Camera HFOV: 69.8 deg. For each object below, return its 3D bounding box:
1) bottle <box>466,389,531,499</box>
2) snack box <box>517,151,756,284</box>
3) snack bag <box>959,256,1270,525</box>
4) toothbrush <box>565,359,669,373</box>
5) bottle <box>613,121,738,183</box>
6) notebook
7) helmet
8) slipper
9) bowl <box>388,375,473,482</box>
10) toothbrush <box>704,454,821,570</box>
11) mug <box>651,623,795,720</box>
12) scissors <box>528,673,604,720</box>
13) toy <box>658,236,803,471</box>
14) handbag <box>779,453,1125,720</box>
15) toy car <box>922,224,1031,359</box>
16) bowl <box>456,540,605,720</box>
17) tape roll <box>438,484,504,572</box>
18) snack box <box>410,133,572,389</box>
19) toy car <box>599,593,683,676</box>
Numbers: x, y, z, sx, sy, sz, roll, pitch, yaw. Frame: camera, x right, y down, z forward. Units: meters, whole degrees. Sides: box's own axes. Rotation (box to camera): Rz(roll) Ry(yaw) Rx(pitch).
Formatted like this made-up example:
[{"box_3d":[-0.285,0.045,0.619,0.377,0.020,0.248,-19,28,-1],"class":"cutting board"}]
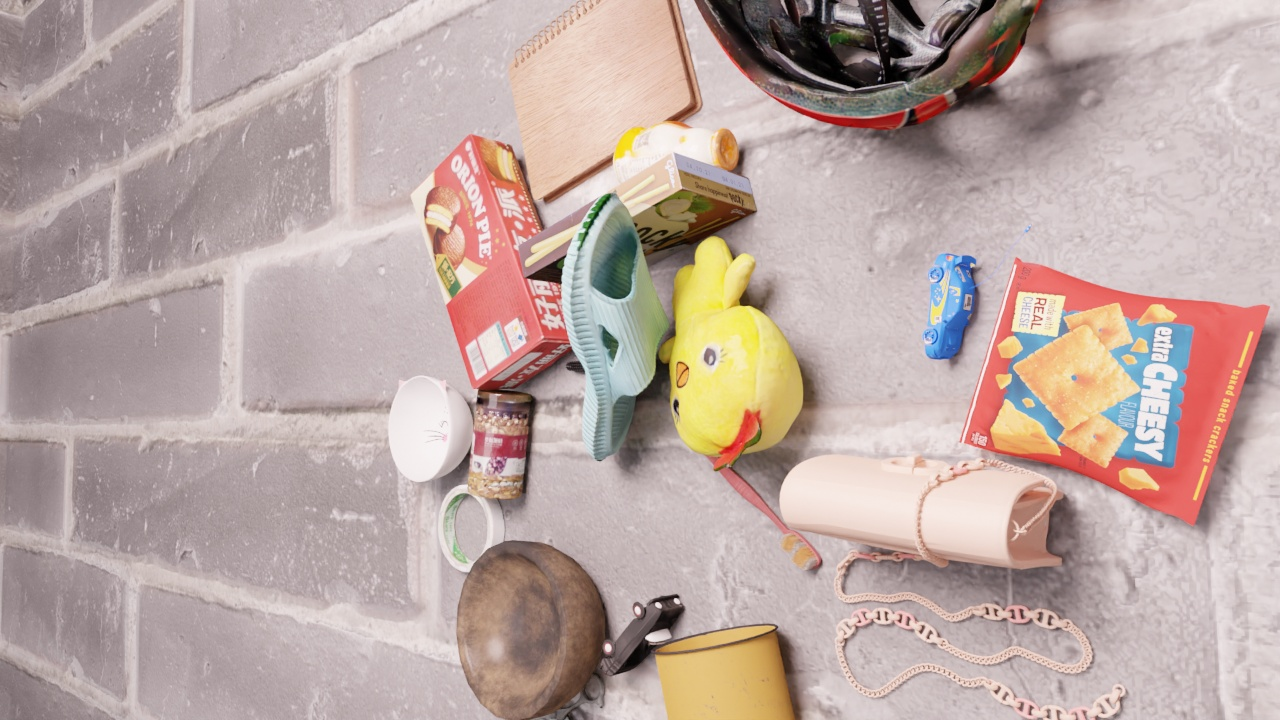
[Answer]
[{"box_3d":[-0.143,0.084,0.933,0.056,0.056,0.105,9,94,41],"class":"bottle"},{"box_3d":[-0.006,-0.114,0.793,0.186,0.100,0.031,-23,72,38],"class":"snack box"},{"box_3d":[0.286,0.014,0.569,0.144,0.039,0.131,21,101,39],"class":"snack bag"},{"box_3d":[-0.005,0.005,0.846,0.168,0.013,0.013,-1,87,39],"class":"toothbrush"},{"box_3d":[0.031,-0.175,0.792,0.109,0.063,0.063,1,88,39],"class":"bottle"},{"box_3d":[-0.043,-0.272,0.889,0.211,0.022,0.169,-23,74,38],"class":"notebook"},{"box_3d":[0.156,-0.271,0.615,0.218,0.166,0.272,-50,58,27],"class":"helmet"},{"box_3d":[-0.012,-0.016,0.745,0.069,0.115,0.277,10,137,10],"class":"slipper"},{"box_3d":[-0.223,0.075,1.007,0.115,0.050,0.114,-3,86,41],"class":"bowl"},{"box_3d":[0.082,0.104,0.761,0.184,0.015,0.015,47,123,35],"class":"toothbrush"},{"box_3d":[0.065,0.264,0.720,0.124,0.100,0.094,121,139,-76],"class":"mug"},{"box_3d":[-0.074,0.353,0.885,0.160,0.014,0.120,-41,62,29],"class":"scissors"},{"box_3d":[0.067,-0.006,0.734,0.134,0.092,0.207,-55,45,46],"class":"toy"},{"box_3d":[0.190,0.155,0.594,0.199,0.116,0.187,2,89,41],"class":"handbag"},{"box_3d":[0.230,-0.045,0.623,0.062,0.033,0.092,6,91,48],"class":"toy car"},{"box_3d":[-0.098,0.252,0.868,0.163,0.070,0.162,-9,77,42],"class":"bowl"},{"box_3d":[-0.183,0.180,0.989,0.094,0.018,0.094,-3,86,42],"class":"tape roll"},{"box_3d":[-0.150,-0.098,0.928,0.113,0.060,0.236,-34,69,35],"class":"snack box"},{"box_3d":[0.002,0.243,0.805,0.037,0.040,0.092,49,116,31],"class":"toy car"}]
